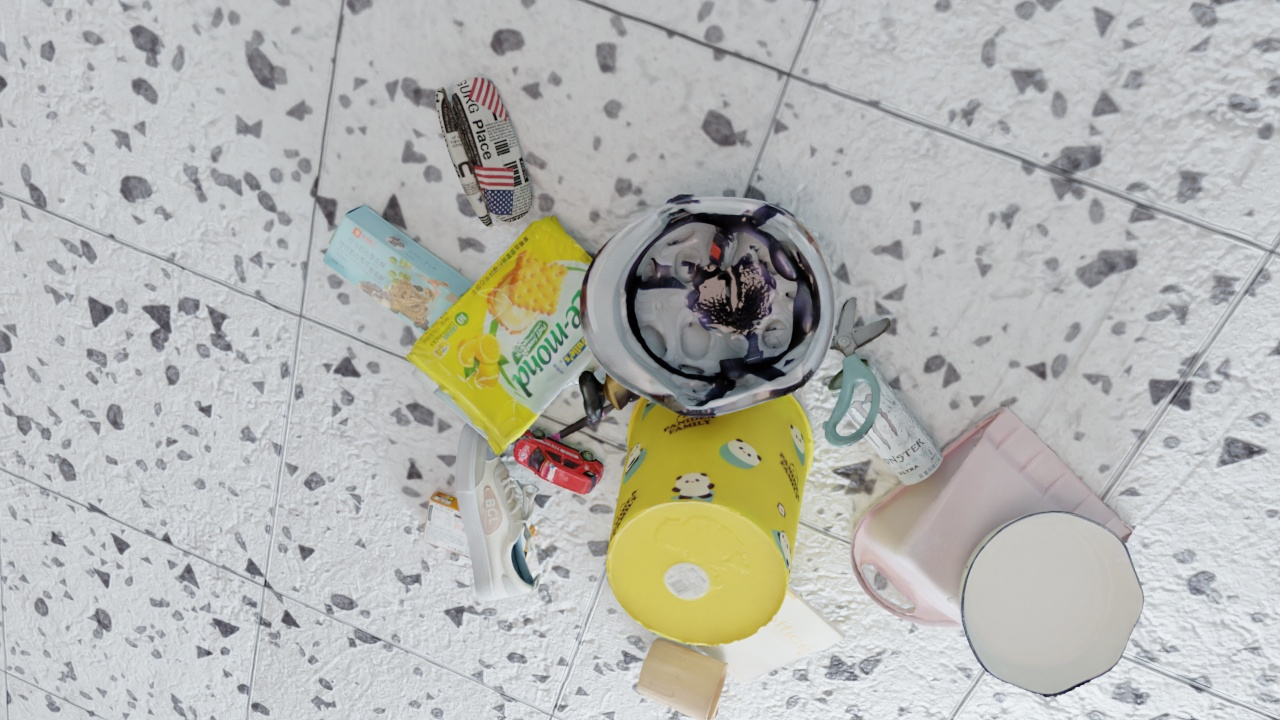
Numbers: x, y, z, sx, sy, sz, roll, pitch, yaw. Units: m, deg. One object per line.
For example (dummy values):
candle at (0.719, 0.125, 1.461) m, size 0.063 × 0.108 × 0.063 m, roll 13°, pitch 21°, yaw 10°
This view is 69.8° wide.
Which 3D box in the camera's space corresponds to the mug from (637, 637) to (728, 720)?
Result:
mug at (0.059, 0.447, 1.267) m, size 0.103 × 0.084 × 0.125 m, roll 18°, pitch 145°, yaw 17°

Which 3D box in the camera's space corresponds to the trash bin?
trash bin at (0.076, 0.159, 1.017) m, size 0.230 × 0.254 × 0.230 m, roll 4°, pitch 117°, yaw 8°

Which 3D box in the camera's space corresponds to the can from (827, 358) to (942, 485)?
can at (0.277, 0.070, 1.039) m, size 0.058 × 0.058 × 0.147 m, roll -35°, pitch 101°, yaw 26°

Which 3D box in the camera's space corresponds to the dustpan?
dustpan at (0.390, 0.206, 1.098) m, size 0.273 × 0.139 × 0.222 m, roll -44°, pitch 96°, yaw 0°

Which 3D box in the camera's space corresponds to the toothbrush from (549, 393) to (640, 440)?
toothbrush at (-0.065, 0.076, 1.165) m, size 0.190 × 0.017 × 0.014 m, roll -30°, pitch 106°, yaw 27°

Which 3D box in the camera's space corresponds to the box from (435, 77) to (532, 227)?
box at (-0.171, -0.235, 1.033) m, size 0.087 × 0.076 × 0.163 m, roll -16°, pitch 107°, yaw 0°

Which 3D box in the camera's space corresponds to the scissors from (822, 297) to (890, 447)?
scissors at (0.206, 0.021, 1.000) m, size 0.170 × 0.019 × 0.181 m, roll -26°, pitch 63°, yaw 12°

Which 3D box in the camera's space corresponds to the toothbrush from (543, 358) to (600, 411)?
toothbrush at (-0.063, 0.005, 1.125) m, size 0.026 × 0.026 × 0.222 m, roll 28°, pitch 125°, yaw -38°

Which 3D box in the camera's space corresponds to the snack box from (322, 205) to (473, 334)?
snack box at (-0.297, -0.108, 1.127) m, size 0.175 × 0.051 × 0.074 m, roll 36°, pitch 119°, yaw -2°

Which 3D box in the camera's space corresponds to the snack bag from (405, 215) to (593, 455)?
snack bag at (-0.134, -0.034, 1.051) m, size 0.158 × 0.068 × 0.246 m, roll 44°, pitch 79°, yaw -7°

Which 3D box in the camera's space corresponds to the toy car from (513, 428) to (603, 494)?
toy car at (-0.108, 0.132, 1.182) m, size 0.120 × 0.045 × 0.053 m, roll 24°, pitch 125°, yaw 3°

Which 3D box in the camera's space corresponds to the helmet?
helmet at (0.078, -0.062, 0.981) m, size 0.259 × 0.145 × 0.229 m, roll -9°, pitch 95°, yaw 15°

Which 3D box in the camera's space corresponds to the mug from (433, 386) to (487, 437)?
mug at (-0.187, 0.041, 1.133) m, size 0.103 × 0.124 × 0.083 m, roll 42°, pitch 87°, yaw -7°

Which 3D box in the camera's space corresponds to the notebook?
notebook at (0.147, 0.352, 1.207) m, size 0.146 × 0.010 × 0.207 m, roll 42°, pitch 131°, yaw -7°

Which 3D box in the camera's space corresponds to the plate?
plate at (0.446, 0.263, 1.015) m, size 0.205 × 0.045 × 0.205 m, roll 0°, pitch 96°, yaw -4°

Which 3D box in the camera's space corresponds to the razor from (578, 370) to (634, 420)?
razor at (-0.006, 0.006, 1.091) m, size 0.168 × 0.062 × 0.067 m, roll -37°, pitch 118°, yaw 17°

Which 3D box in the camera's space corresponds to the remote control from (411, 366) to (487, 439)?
remote control at (-0.224, 0.050, 1.175) m, size 0.150 × 0.058 × 0.021 m, roll 42°, pitch 115°, yaw -5°

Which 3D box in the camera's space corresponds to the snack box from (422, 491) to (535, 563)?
snack box at (-0.227, 0.242, 1.282) m, size 0.154 × 0.026 × 0.075 m, roll 19°, pitch 117°, yaw 7°

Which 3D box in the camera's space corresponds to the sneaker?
sneaker at (-0.180, 0.195, 1.198) m, size 0.091 × 0.089 × 0.242 m, roll -6°, pitch 98°, yaw 8°
